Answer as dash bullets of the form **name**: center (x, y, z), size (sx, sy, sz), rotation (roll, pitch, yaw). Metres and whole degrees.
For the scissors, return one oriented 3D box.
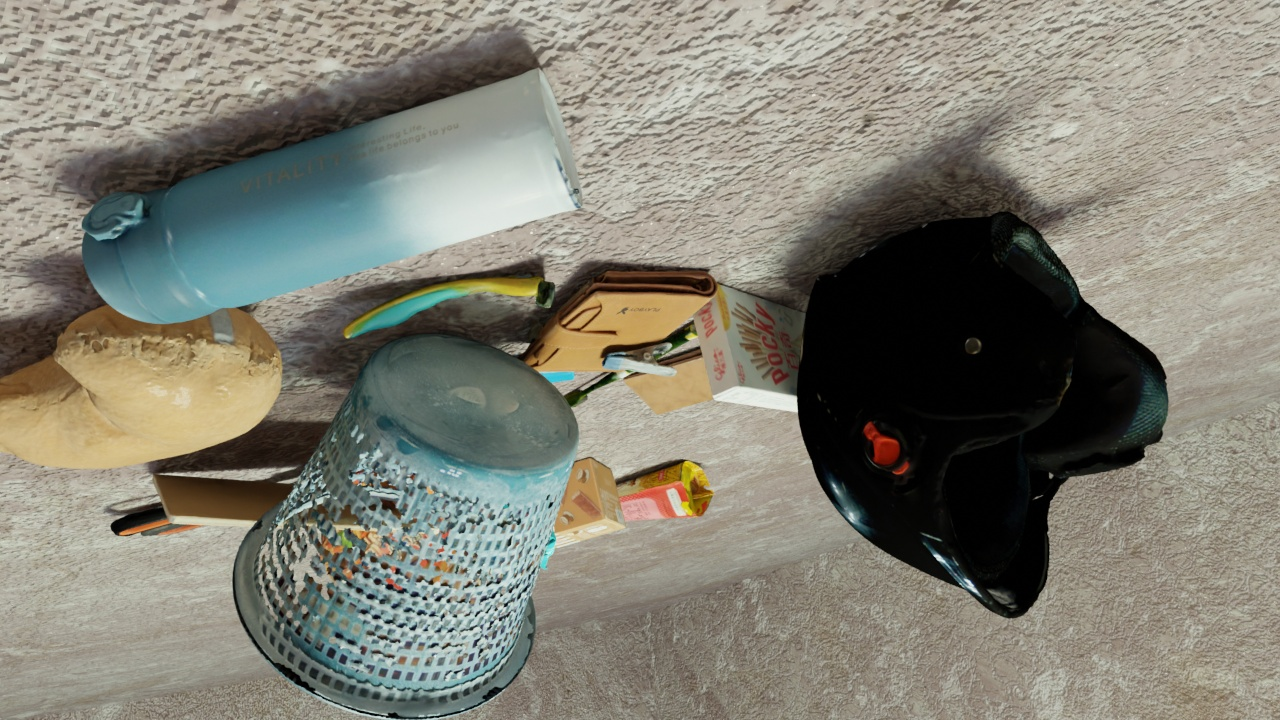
- **scissors**: center (-0.382, 0.133, 0.888), size (0.233, 0.021, 0.161), rotation (-11, 167, -22)

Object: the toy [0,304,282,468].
- **toy**: center (-0.318, 0.024, 0.545), size (0.226, 0.082, 0.143), rotation (-19, 155, 23)

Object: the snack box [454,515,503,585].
- **snack box**: center (-0.194, 0.187, 0.995), size (0.053, 0.125, 0.114), rotation (-1, 157, -33)

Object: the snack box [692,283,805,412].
- **snack box**: center (0.101, -0.005, 0.727), size (0.027, 0.084, 0.156), rotation (-26, 158, 33)

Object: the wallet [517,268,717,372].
- **wallet**: center (-0.021, -0.026, 0.672), size (0.107, 0.031, 0.132), rotation (-2, 156, -35)

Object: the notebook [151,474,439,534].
- **notebook**: center (-0.293, 0.121, 0.779), size (0.207, 0.008, 0.148), rotation (9, -179, -33)

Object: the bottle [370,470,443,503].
- **bottle**: center (-0.195, 0.104, 0.871), size (0.067, 0.066, 0.149), rotation (-19, 167, 14)

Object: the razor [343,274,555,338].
- **razor**: center (-0.121, -0.035, 0.578), size (0.132, 0.028, 0.043), rotation (-12, -168, -13)

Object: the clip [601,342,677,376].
- **clip**: center (-0.001, 0.001, 0.691), size (0.056, 0.026, 0.024), rotation (-3, 157, -17)

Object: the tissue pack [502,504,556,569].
- **tissue pack**: center (-0.118, 0.144, 0.920), size (0.050, 0.133, 0.093), rotation (-14, 165, -11)

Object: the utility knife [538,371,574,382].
- **utility knife**: center (-0.093, 0.010, 0.734), size (0.203, 0.018, 0.034), rotation (-5, 157, -20)

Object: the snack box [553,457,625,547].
- **snack box**: center (-0.081, 0.173, 1.107), size (0.094, 0.077, 0.093), rotation (-18, 160, 9)

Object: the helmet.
- **helmet**: center (0.224, 0.032, 0.655), size (0.231, 0.274, 0.233), rotation (4, 174, 45)

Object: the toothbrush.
- **toothbrush**: center (-0.005, 0.005, 0.793), size (0.186, 0.012, 0.017), rotation (-30, 161, 38)

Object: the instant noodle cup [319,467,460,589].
- **instant noodle cup**: center (-0.260, 0.180, 0.937), size (0.137, 0.137, 0.109), rotation (-5, 167, -24)

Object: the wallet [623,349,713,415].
- **wallet**: center (0.046, 0.018, 0.855), size (0.101, 0.020, 0.115), rotation (-17, 158, 11)

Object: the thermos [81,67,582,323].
- **thermos**: center (-0.138, -0.070, 0.416), size (0.220, 0.070, 0.070), rotation (-15, 161, 4)

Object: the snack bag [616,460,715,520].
- **snack bag**: center (-0.011, 0.196, 1.252), size (0.208, 0.073, 0.128), rotation (-19, 156, 29)

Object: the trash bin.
- **trash bin**: center (-0.145, 0.098, 0.646), size (0.226, 0.226, 0.195), rotation (4, 124, -41)
